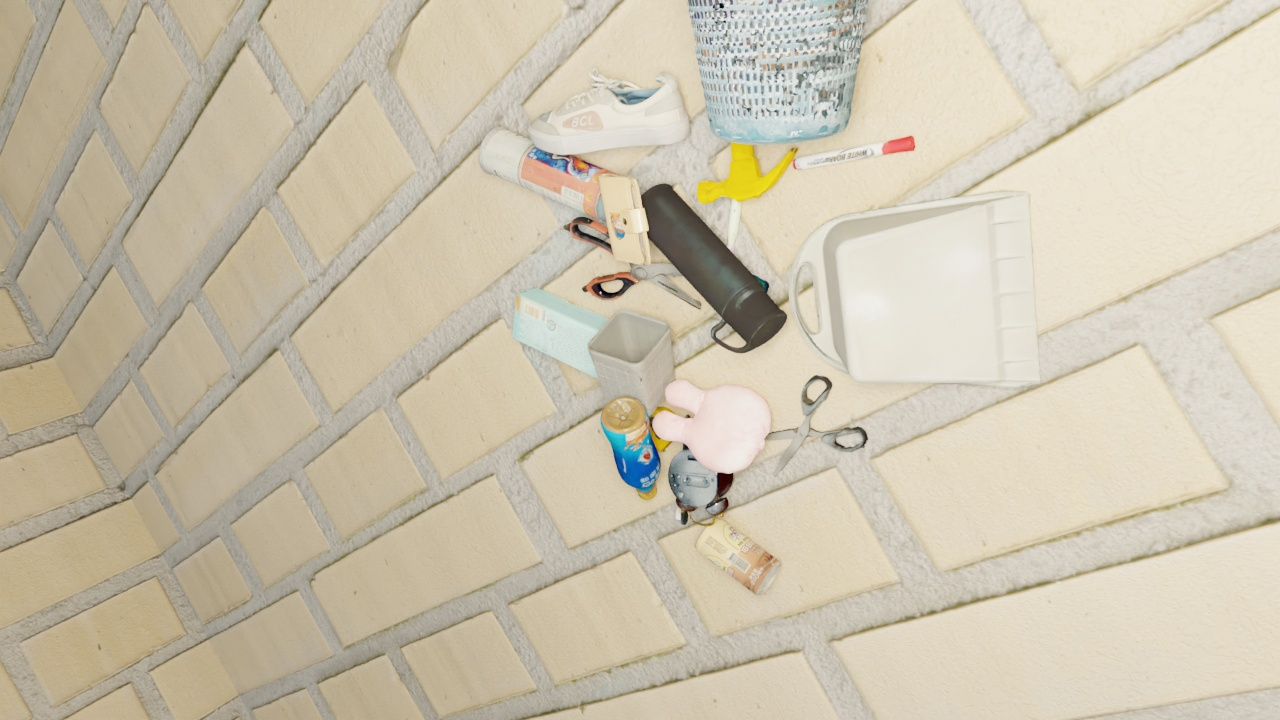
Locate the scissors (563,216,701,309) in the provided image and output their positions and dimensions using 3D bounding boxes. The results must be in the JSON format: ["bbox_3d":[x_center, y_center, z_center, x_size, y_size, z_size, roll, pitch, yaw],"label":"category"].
[{"bbox_3d":[-0.015,-0.129,1.266,0.228,0.015,0.189,-17,116,46],"label":"scissors"}]

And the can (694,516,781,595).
[{"bbox_3d":[0.138,0.278,1.306,0.116,0.058,0.059,34,124,21],"label":"can"}]

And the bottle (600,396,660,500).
[{"bbox_3d":[-0.007,0.135,1.305,0.065,0.065,0.219,26,152,26],"label":"bottle"}]

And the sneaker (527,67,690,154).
[{"bbox_3d":[-0.053,-0.327,1.191,0.243,0.089,0.091,5,125,31],"label":"sneaker"}]

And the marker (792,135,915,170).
[{"bbox_3d":[0.244,-0.238,1.059,0.145,0.017,0.017,-3,106,36],"label":"marker"}]

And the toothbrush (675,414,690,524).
[{"bbox_3d":[0.064,0.161,1.344,0.018,0.015,0.181,22,120,38],"label":"toothbrush"}]

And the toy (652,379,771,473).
[{"bbox_3d":[0.097,0.083,1.245,0.159,0.054,0.121,21,84,24],"label":"toy"}]

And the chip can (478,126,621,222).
[{"bbox_3d":[-0.124,-0.261,1.283,0.215,0.071,0.071,27,121,25],"label":"chip can"}]

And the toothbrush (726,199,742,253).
[{"bbox_3d":[0.117,-0.179,1.173,0.029,0.020,0.190,-116,31,-62],"label":"toothbrush"}]

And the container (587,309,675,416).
[{"bbox_3d":[-0.007,0.007,1.273,0.090,0.090,0.114,19,141,29],"label":"container"}]

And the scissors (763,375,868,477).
[{"bbox_3d":[0.219,0.095,1.209,0.159,0.014,0.181,25,123,29],"label":"scissors"}]

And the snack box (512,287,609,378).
[{"bbox_3d":[-0.111,-0.043,1.369,0.175,0.051,0.074,25,122,28],"label":"snack box"}]

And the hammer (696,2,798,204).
[{"bbox_3d":[0.110,-0.342,1.097,0.129,0.032,0.301,-5,101,24],"label":"hammer"}]

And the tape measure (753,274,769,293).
[{"bbox_3d":[0.137,-0.084,1.190,0.054,0.025,0.058,28,121,24],"label":"tape measure"}]

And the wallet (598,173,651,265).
[{"bbox_3d":[-0.019,-0.181,1.185,0.087,0.024,0.115,20,125,52],"label":"wallet"}]

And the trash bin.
[{"bbox_3d":[0.144,-0.338,0.968,0.227,0.225,0.195,12,119,32],"label":"trash bin"}]

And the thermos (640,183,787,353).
[{"bbox_3d":[0.076,-0.114,1.160,0.090,0.068,0.242,-43,66,10],"label":"thermos"}]

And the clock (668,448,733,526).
[{"bbox_3d":[0.086,0.175,1.294,0.082,0.055,0.122,2,95,33],"label":"clock"}]

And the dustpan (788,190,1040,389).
[{"bbox_3d":[0.308,-0.078,1.079,0.258,0.142,0.223,-8,105,8],"label":"dustpan"}]

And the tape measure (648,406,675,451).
[{"bbox_3d":[0.029,0.097,1.336,0.057,0.028,0.060,49,128,12],"label":"tape measure"}]
